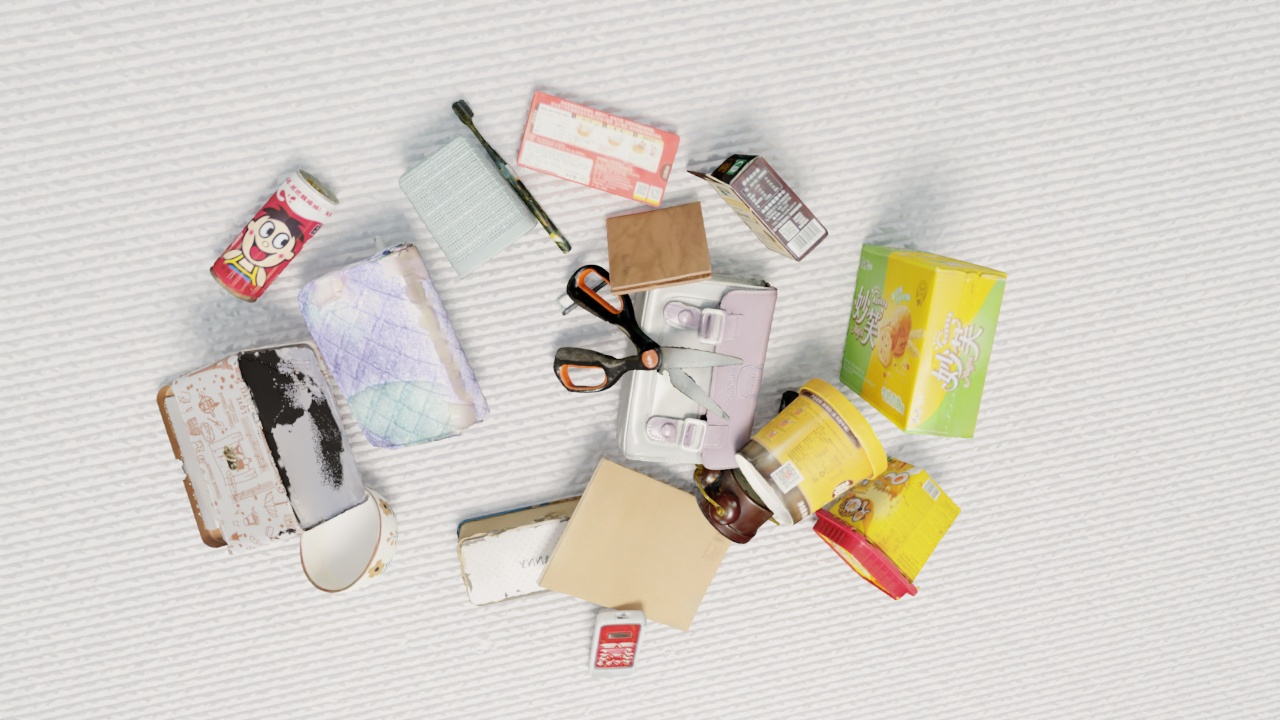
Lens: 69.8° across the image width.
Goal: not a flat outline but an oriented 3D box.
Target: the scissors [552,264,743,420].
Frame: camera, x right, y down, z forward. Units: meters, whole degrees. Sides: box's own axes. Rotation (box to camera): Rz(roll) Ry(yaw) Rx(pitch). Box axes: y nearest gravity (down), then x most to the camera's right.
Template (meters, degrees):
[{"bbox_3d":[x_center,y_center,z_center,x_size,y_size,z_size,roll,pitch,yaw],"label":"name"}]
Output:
[{"bbox_3d":[-0.006,-0.017,0.902,0.222,0.021,0.210,-20,83,37],"label":"scissors"}]

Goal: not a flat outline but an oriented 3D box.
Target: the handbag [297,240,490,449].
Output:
[{"bbox_3d":[-0.243,-0.012,0.916,0.134,0.075,0.194,-13,109,27],"label":"handbag"}]

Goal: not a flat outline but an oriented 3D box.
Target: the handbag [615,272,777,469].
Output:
[{"bbox_3d":[0.059,0.008,0.961,0.145,0.098,0.197,5,104,-13],"label":"handbag"}]

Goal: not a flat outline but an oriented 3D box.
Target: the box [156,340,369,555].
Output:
[{"bbox_3d":[-0.396,0.090,0.895,0.193,0.156,0.183,-18,91,13],"label":"box"}]

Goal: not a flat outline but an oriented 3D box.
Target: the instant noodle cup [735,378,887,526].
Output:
[{"bbox_3d":[0.169,0.098,0.935,0.114,0.118,0.118,-36,105,-9],"label":"instant noodle cup"}]

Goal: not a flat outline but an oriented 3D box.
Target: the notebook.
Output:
[{"bbox_3d":[0.007,0.205,0.998,0.211,0.012,0.149,27,92,-33],"label":"notebook"}]

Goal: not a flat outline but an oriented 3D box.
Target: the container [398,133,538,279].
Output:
[{"bbox_3d":[-0.170,-0.152,0.896,0.090,0.090,0.111,-36,102,3],"label":"container"}]

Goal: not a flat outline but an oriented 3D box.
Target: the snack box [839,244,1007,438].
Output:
[{"bbox_3d":[0.271,-0.026,0.912,0.070,0.210,0.158,6,102,-7],"label":"snack box"}]

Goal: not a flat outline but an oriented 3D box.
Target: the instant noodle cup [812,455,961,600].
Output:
[{"bbox_3d":[0.277,0.181,1.023,0.116,0.116,0.123,44,84,-15],"label":"instant noodle cup"}]

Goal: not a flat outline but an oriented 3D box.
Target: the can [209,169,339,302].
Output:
[{"bbox_3d":[-0.357,-0.122,0.899,0.053,0.053,0.133,42,96,-14],"label":"can"}]

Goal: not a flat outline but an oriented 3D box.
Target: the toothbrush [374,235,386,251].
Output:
[{"bbox_3d":[-0.239,-0.044,0.952,0.016,0.016,0.180,-19,106,5],"label":"toothbrush"}]

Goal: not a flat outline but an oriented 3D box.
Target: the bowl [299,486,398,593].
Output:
[{"bbox_3d":[-0.298,0.190,0.971,0.113,0.113,0.062,-48,147,6],"label":"bowl"}]

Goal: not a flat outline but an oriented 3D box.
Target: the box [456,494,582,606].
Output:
[{"bbox_3d":[-0.119,0.209,1.008,0.184,0.059,0.090,-9,104,-2],"label":"box"}]

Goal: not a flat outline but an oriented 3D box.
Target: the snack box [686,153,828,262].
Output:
[{"bbox_3d":[0.114,-0.159,0.911,0.053,0.113,0.125,-43,105,4],"label":"snack box"}]

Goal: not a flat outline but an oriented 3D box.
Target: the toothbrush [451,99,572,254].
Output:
[{"bbox_3d":[-0.127,-0.184,0.928,0.186,0.017,0.012,53,57,-15],"label":"toothbrush"}]

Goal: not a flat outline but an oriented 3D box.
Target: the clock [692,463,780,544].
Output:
[{"bbox_3d":[0.098,0.149,0.992,0.122,0.082,0.055,25,118,-41],"label":"clock"}]

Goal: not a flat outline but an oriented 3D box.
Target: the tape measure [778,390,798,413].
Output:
[{"bbox_3d":[0.186,0.070,1.018,0.065,0.033,0.066,7,103,-7],"label":"tape measure"}]

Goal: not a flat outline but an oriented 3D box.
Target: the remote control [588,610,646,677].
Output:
[{"bbox_3d":[-0.027,0.321,1.031,0.056,0.020,0.136,0,136,-10],"label":"remote control"}]

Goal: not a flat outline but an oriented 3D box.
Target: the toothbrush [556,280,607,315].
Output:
[{"bbox_3d":[-0.011,-0.104,0.962,0.181,0.015,0.018,-34,96,4],"label":"toothbrush"}]

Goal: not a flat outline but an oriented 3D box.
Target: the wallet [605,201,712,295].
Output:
[{"bbox_3d":[0.017,-0.112,0.911,0.101,0.115,0.020,-10,135,5],"label":"wallet"}]

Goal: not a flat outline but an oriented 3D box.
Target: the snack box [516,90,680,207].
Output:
[{"bbox_3d":[-0.043,-0.212,0.926,0.153,0.025,0.075,15,101,-10],"label":"snack box"}]
